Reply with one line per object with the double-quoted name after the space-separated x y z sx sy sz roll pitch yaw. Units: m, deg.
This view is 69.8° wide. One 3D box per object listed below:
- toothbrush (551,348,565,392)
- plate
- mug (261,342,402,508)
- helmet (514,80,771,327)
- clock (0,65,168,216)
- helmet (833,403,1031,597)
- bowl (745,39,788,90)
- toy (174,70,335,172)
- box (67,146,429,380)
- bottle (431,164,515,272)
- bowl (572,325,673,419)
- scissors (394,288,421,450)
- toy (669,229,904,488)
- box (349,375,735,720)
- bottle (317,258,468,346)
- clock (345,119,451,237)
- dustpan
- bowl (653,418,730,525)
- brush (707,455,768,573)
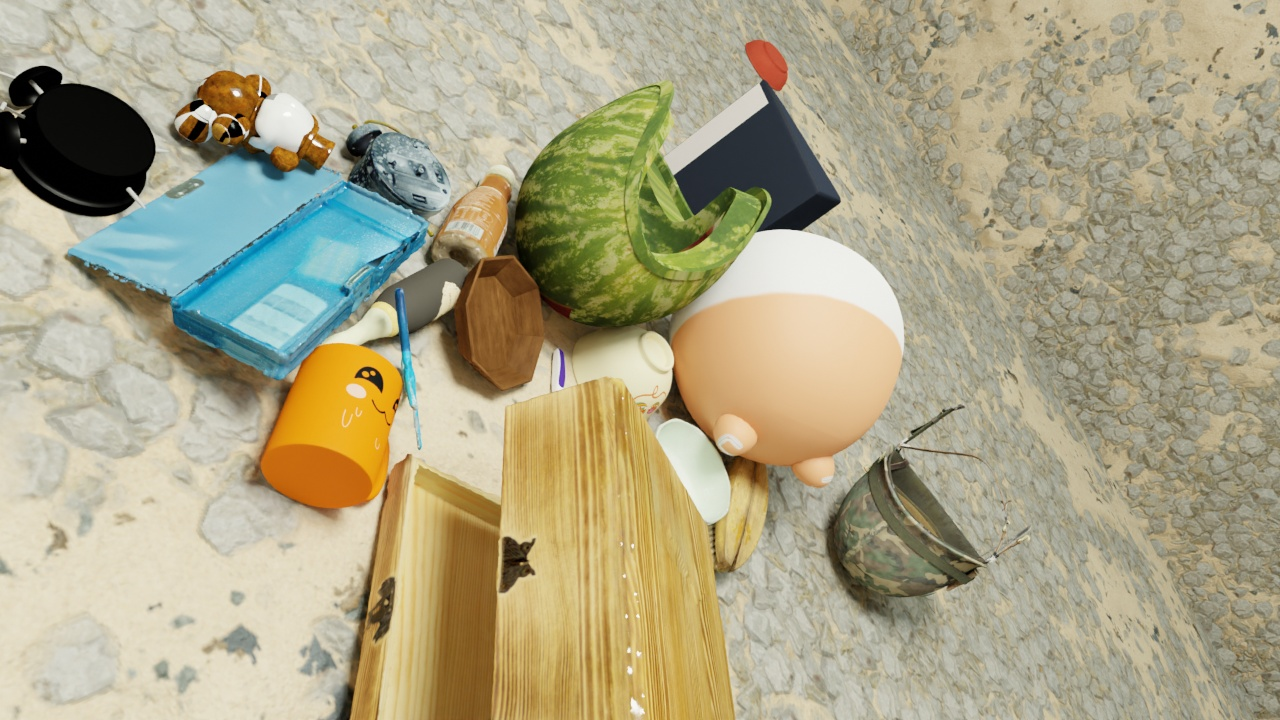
-0.085 0.060 0.906 0.016 0.015 0.186 38 37 -35 "toothbrush"
-0.136 -0.036 0.868 0.131 0.025 0.131 10 79 -64 "plate"
-0.220 0.059 0.688 0.113 0.078 0.095 70 17 -45 "mug"
-0.019 -0.149 0.961 0.213 0.248 0.243 40 73 -29 "helmet"
-0.403 -0.157 0.645 0.120 0.043 0.091 31 41 -35 "clock"
0.367 0.197 1.178 0.223 0.237 0.192 3 46 -48 "helmet"
0.273 -0.630 1.933 0.122 0.035 0.121 33 40 -33 "bowl"
-0.315 -0.197 0.765 0.112 0.067 0.087 32 40 -26 "toy"
-0.289 -0.093 0.718 0.174 0.034 0.230 29 36 -1 "box"
-0.163 -0.147 0.937 0.059 0.059 0.166 41 35 -23 "bottle"
-0.006 0.006 0.999 0.118 0.074 0.117 33 40 -33 "bowl"
-0.185 0.002 0.727 0.012 0.127 0.137 -5 20 -14 "scissors"
0.160 -0.004 1.049 0.262 0.267 0.280 23 58 -26 "toy"
-0.059 0.214 0.684 0.259 0.221 0.278 58 18 -44 "box"
-0.214 -0.040 0.792 0.045 0.045 0.184 53 33 -6 "bottle"
-0.233 -0.181 0.879 0.090 0.052 0.129 9 57 -49 "clock"
0.141 -0.176 1.194 0.080 0.237 0.273 4 60 -52 "dustpan"
0.035 0.126 0.964 0.117 0.061 0.117 33 39 -33 "bowl"
0.109 0.167 1.043 0.059 0.043 0.194 46 33 -15 "brush"
